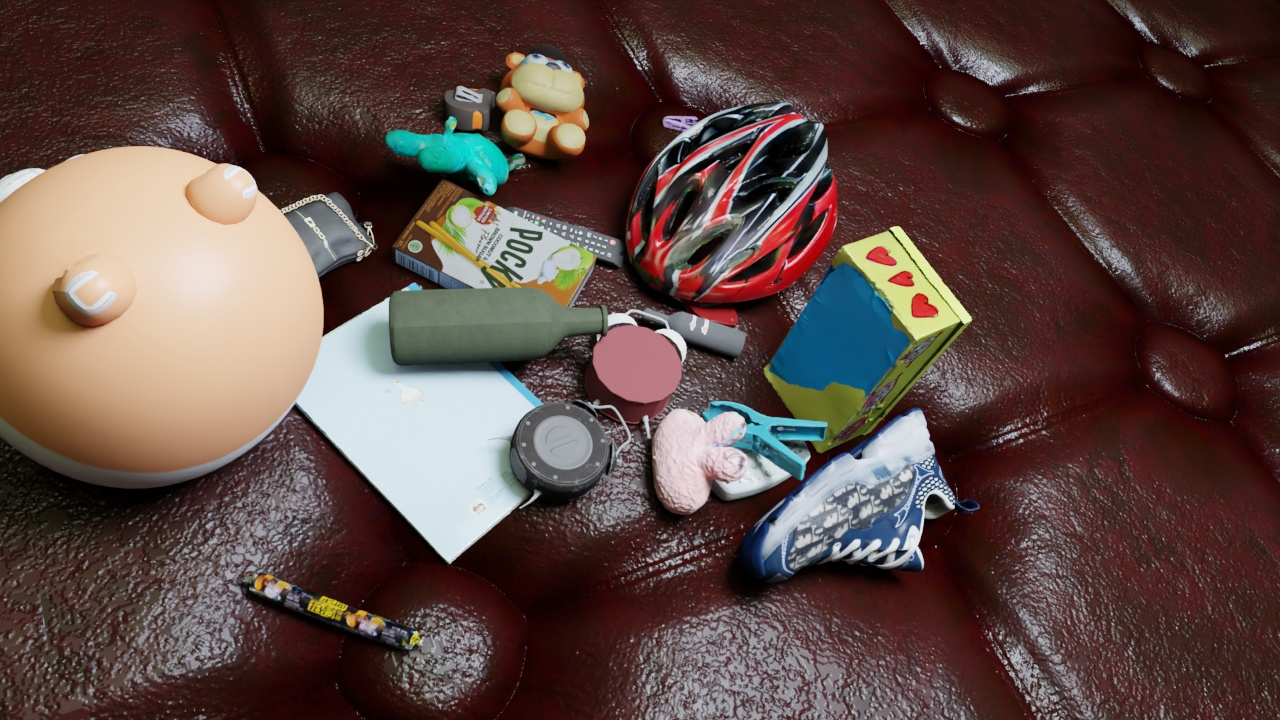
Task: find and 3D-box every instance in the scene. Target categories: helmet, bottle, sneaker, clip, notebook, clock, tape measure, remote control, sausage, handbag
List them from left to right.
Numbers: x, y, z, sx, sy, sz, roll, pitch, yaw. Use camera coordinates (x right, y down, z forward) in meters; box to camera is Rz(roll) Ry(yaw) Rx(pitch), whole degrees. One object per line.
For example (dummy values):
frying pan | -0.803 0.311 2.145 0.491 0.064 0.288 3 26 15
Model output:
handbag | -0.330 -0.117 0.927 0.079 0.054 0.128 49 54 4
sausage | -0.250 0.205 0.747 0.155 0.020 0.020 21 54 -2
notebook | -0.200 0.048 0.874 0.253 0.009 0.180 42 55 13
tape measure | -0.204 -0.302 1.087 0.059 0.038 0.058 6 44 -8
bottle | -0.135 -0.035 0.888 0.206 0.072 0.071 -3 58 -12
remote control | -0.088 -0.138 1.029 0.147 0.015 0.033 17 59 -6
clock | -0.072 0.084 0.856 0.122 0.044 0.091 -18 65 -28
clock | -0.005 0.006 0.938 0.096 0.048 0.137 18 54 -5
clip | 0.056 -0.310 1.193 0.051 0.014 0.045 26 54 -1
bottle | 0.056 -0.034 0.995 0.113 0.030 0.030 18 54 -5
tape measure | 0.078 -0.058 1.025 0.051 0.019 0.059 -7 59 -21
helmet | 0.104 -0.179 1.038 0.217 0.167 0.271 39 64 25
remote control | 0.116 0.101 0.924 0.114 0.028 0.060 -20 65 -28
clip | 0.113 0.077 0.897 0.120 0.027 0.103 19 34 23
sneaker | 0.216 0.156 0.882 0.268 0.103 0.132 -26 74 -33

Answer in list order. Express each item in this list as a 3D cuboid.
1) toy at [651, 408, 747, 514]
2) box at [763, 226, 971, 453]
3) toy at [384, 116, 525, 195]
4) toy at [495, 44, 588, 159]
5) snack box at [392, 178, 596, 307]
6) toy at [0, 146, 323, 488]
toy | 0.056 0.091 0.873 0.053 0.105 0.108 32 48 -39
box | 0.217 -0.015 0.915 0.079 0.222 0.124 -19 62 -28
toy | -0.196 -0.225 0.994 0.131 0.072 0.193 30 16 13
toy | -0.117 -0.308 1.094 0.112 0.096 0.175 10 41 -19
snack box | -0.153 -0.107 0.970 0.186 0.032 0.100 27 63 2
toy | -0.385 -0.042 0.715 0.265 0.282 0.262 44 53 -11
